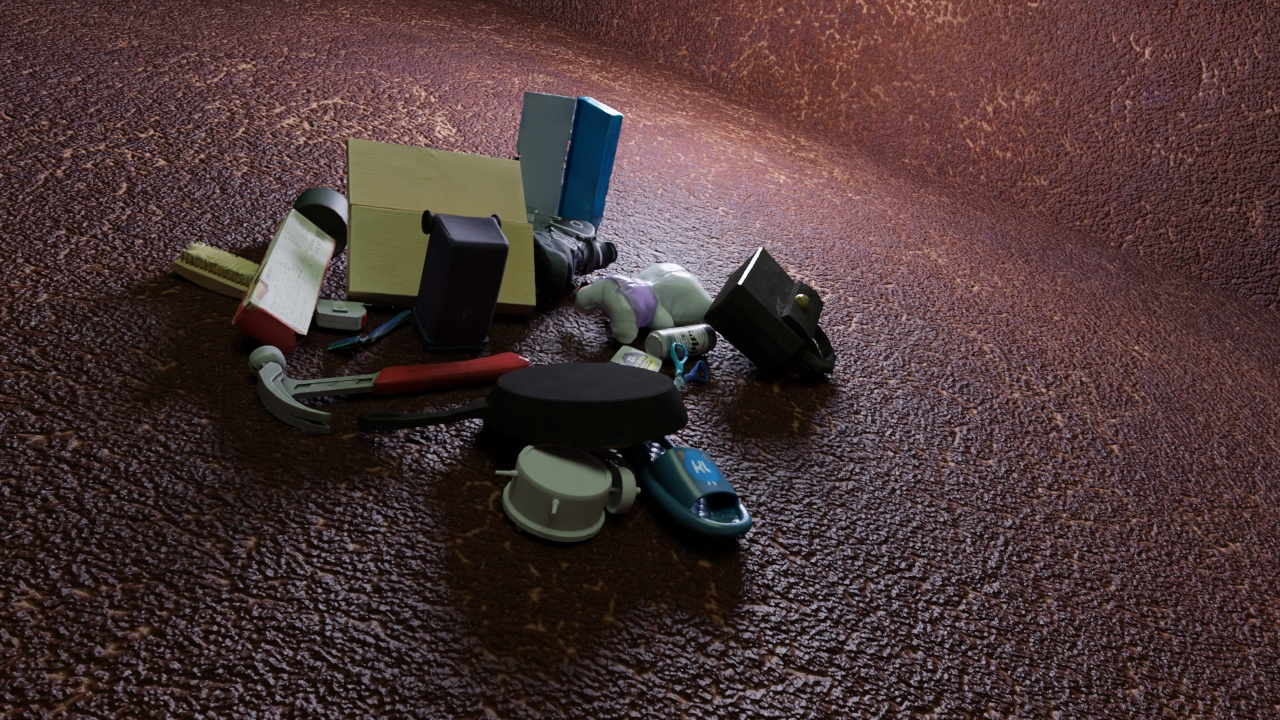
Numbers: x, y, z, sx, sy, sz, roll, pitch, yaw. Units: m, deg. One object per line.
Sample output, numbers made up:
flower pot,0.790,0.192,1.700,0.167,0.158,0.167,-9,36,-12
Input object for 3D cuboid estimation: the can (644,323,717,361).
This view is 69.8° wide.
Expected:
can,0.058,-0.025,1.291,0.106,0.044,0.044,-10,37,-40

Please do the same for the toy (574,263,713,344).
toy,0.011,-0.092,1.341,0.138,0.086,0.208,36,33,32

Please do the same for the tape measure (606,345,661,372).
tape measure,-0.007,0.007,1.225,0.065,0.017,0.064,21,28,9

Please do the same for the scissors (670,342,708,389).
scissors,0.056,0.029,1.210,0.073,0.016,0.133,42,36,-10

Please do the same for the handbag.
handbag,0.212,-0.055,1.349,0.199,0.103,0.196,43,29,-5

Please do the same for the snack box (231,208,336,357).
snack box,-0.435,-0.101,1.136,0.076,0.044,0.272,39,18,-28

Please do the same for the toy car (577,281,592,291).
toy car,-0.058,-0.110,1.404,0.038,0.025,0.089,12,18,30

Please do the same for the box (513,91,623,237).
box,-0.122,-0.310,1.504,0.167,0.244,0.075,19,30,8

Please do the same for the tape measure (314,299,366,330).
tape measure,-0.372,-0.059,1.139,0.060,0.020,0.062,4,21,-23

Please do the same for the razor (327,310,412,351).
razor,-0.324,-0.036,1.134,0.044,0.018,0.140,-13,14,26

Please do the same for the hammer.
hammer,-0.266,0.022,1.047,0.315,0.036,0.126,-6,37,-37

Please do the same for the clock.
clock,-0.070,0.127,0.934,0.120,0.061,0.158,31,26,27

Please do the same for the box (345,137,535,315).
box,-0.277,-0.187,1.268,0.246,0.076,0.256,3,59,-24

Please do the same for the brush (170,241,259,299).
brush,-0.521,-0.112,1.148,0.117,0.039,0.049,20,29,4

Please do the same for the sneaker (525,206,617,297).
sneaker,-0.102,-0.156,1.384,0.150,0.097,0.252,2,24,-16

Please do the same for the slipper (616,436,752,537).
slipper,0.046,0.118,0.995,0.103,0.059,0.214,9,24,-44

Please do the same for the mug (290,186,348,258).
mug,-0.437,-0.192,1.292,0.111,0.085,0.081,8,27,-16

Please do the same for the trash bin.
trash bin,-0.226,-0.097,1.143,0.093,0.161,0.092,-2,39,-31

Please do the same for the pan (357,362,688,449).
pan,-0.122,0.044,0.998,0.355,0.043,0.249,-2,12,-16
